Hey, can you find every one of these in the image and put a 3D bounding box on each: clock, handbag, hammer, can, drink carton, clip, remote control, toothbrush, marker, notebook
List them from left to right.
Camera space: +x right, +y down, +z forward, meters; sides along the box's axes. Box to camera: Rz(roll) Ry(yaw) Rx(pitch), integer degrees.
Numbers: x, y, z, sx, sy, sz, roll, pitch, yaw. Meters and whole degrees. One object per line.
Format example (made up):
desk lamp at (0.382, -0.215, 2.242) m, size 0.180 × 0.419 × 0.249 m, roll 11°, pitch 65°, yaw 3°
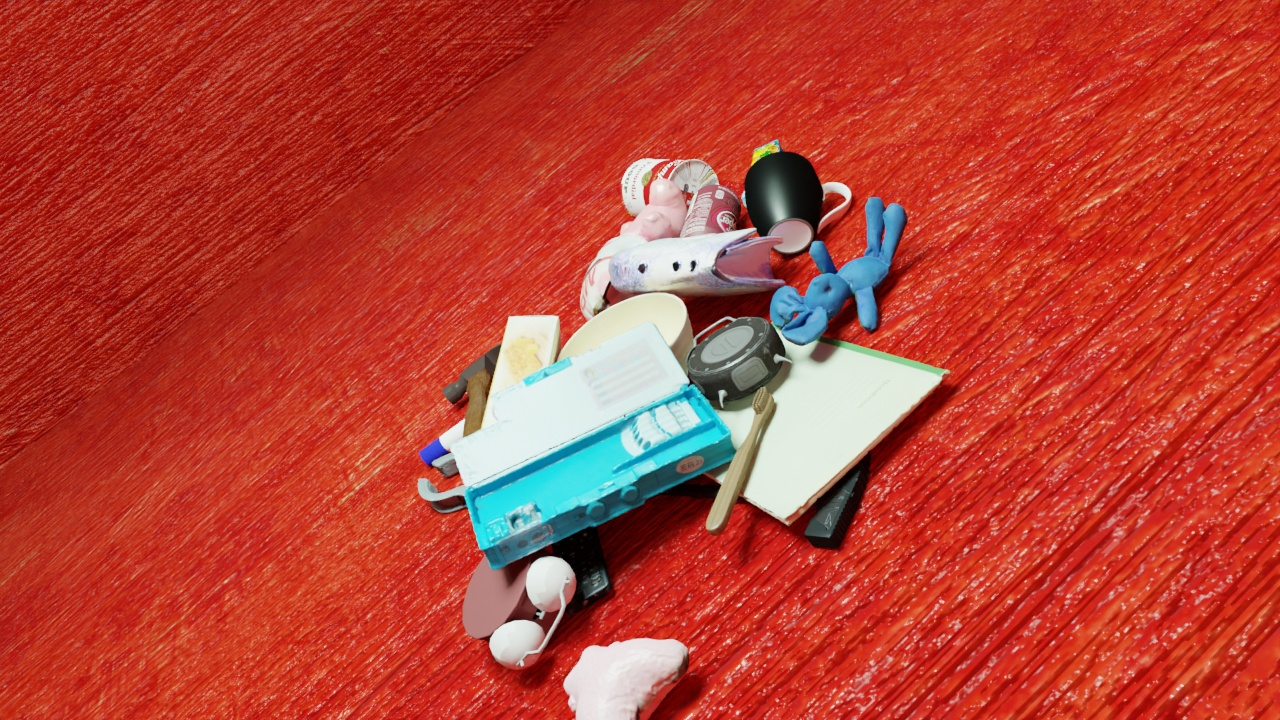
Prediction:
clip at (-0.200, 0.149, 1.011) m, size 0.164 × 0.028 × 0.107 m, roll -4°, pitch 44°, yaw 46°
marker at (-0.210, 0.082, 1.123) m, size 0.133 × 0.023 × 0.027 m, roll -36°, pitch 7°, yaw 2°
hammer at (-0.188, 0.053, 1.062) m, size 0.115 × 0.033 × 0.322 m, roll -37°, pitch 18°, yaw 4°
clock at (-0.101, 0.203, 0.776) m, size 0.138 × 0.048 × 0.096 m, roll 15°, pitch 74°, yaw 59°
remote control at (-0.056, 0.168, 0.832) m, size 0.047 × 0.022 × 0.150 m, roll -33°, pitch 31°, yaw 6°
can at (0.038, -0.228, 1.241) m, size 0.086 × 0.086 × 0.116 m, roll -45°, pitch 30°, yaw -16°
handbag at (0.061, -0.104, 0.986) m, size 0.126 × 0.069 × 0.159 m, roll -4°, pitch 3°, yaw -45°
hammer at (0.050, 0.109, 0.808) m, size 0.326 × 0.015 × 0.094 m, roll -5°, pitch 41°, yaw 45°
can at (0.085, -0.161, 1.115) m, size 0.063 × 0.063 × 0.113 m, roll -19°, pitch 33°, yaw 29°
clock at (0.090, 0.000, 0.861) m, size 0.091 × 0.044 × 0.122 m, roll -33°, pitch 22°, yaw 1°
toothbrush at (0.084, 0.079, 0.755) m, size 0.016 × 0.016 × 0.166 m, roll -15°, pitch 31°, yaw 35°
drink carton at (0.158, -0.231, 1.163) m, size 0.044 × 0.038 × 0.128 m, roll -18°, pitch 33°, yaw 30°
notebook at (0.123, 0.041, 0.811) m, size 0.181 × 0.010 × 0.253 m, roll -39°, pitch 24°, yaw -13°

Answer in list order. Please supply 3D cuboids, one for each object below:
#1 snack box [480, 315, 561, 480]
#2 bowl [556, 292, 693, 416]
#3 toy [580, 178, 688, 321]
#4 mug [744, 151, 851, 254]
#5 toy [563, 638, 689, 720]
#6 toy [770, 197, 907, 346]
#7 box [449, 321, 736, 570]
snack box at (-0.120, 0.056, 0.951) m, size 0.057 × 0.104 × 0.207 m, roll 1°, pitch 42°, yaw 3°
bowl at (-0.006, 0.006, 0.952) m, size 0.151 × 0.075 × 0.150 m, roll -22°, pitch 31°, yaw 14°
toy at (-0.010, -0.117, 1.119) m, size 0.142 × 0.084 × 0.212 m, roll -49°, pitch 9°, yaw 50°
mug at (0.179, -0.171, 1.027) m, size 0.119 × 0.085 × 0.100 m, roll -2°, pitch 48°, yaw 1°
toy at (-0.019, 0.235, 0.658) m, size 0.096 × 0.053 × 0.099 m, roll 3°, pitch 48°, yaw 53°
toy at (0.186, -0.077, 0.874) m, size 0.176 × 0.071 × 0.113 m, roll -46°, pitch 32°, yaw -9°
box at (-0.052, 0.071, 0.818) m, size 0.227 × 0.056 × 0.185 m, roll -24°, pitch 42°, yaw -7°
